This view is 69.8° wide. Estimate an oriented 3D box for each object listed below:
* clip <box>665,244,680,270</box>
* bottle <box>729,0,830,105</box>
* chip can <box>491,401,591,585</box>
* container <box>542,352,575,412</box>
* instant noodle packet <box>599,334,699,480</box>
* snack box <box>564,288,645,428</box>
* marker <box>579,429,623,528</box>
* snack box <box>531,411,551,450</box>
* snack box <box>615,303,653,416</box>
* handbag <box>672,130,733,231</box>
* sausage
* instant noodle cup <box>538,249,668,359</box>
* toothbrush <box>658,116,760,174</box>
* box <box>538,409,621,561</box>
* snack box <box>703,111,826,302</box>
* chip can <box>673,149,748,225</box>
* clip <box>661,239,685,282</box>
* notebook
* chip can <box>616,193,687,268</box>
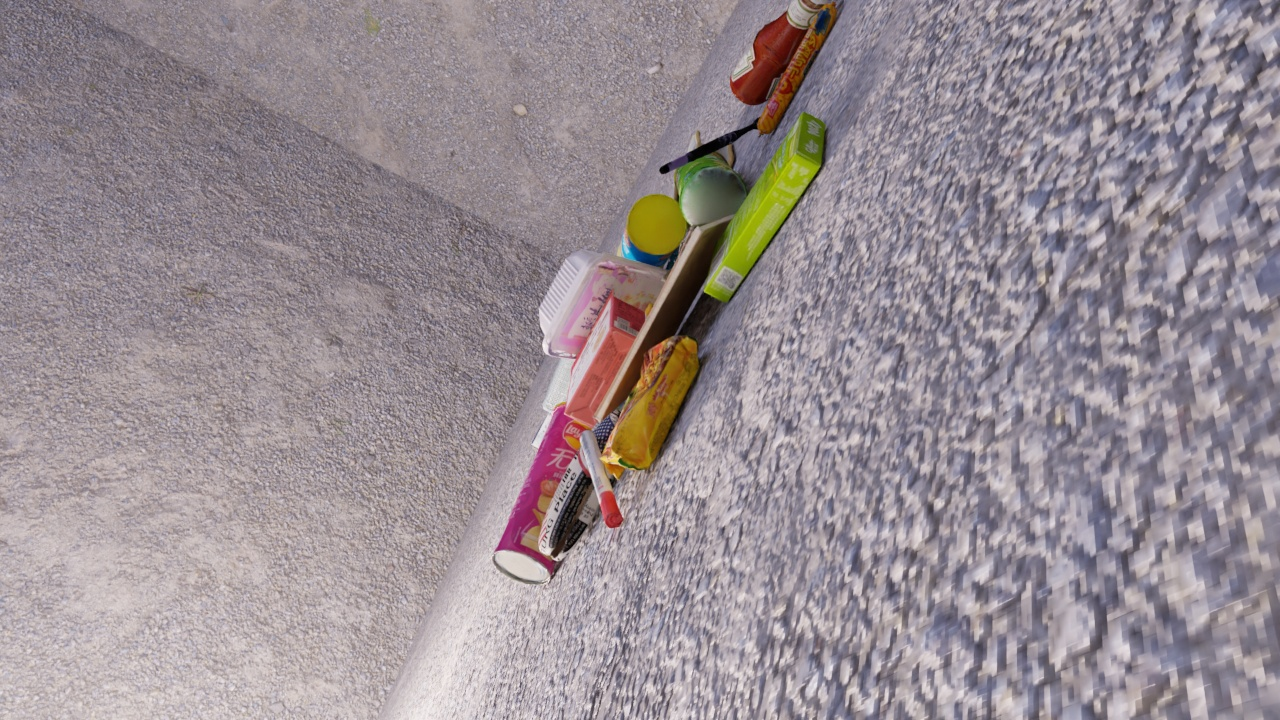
[{"bbox_3d":[0.046,-0.139,1.253,0.049,0.015,0.056,123,168,-51],"label":"clip"},{"bbox_3d":[0.170,-0.381,1.094,0.059,0.060,0.206,-66,9,-23],"label":"bottle"},{"bbox_3d":[-0.100,0.148,1.050,0.072,0.071,0.210,-53,13,50],"label":"chip can"},{"bbox_3d":[-0.071,0.021,1.221,0.089,0.090,0.112,-76,13,-60],"label":"container"},{"bbox_3d":[0.006,0.043,0.815,0.128,0.044,0.111,-65,4,-12],"label":"instant noodle packet"},{"bbox_3d":[-0.037,-0.004,1.005,0.113,0.044,0.127,-61,11,20],"label":"snack box"},{"bbox_3d":[-0.038,0.105,0.847,0.017,0.017,0.145,-60,24,18],"label":"marker"},{"bbox_3d":[-0.092,0.030,1.410,0.183,0.046,0.177,-61,3,30],"label":"snack box"},{"bbox_3d":[-0.006,0.006,1.052,0.140,0.033,0.087,-60,8,8],"label":"snack box"},{"bbox_3d":[0.064,-0.229,1.290,0.163,0.063,0.179,-79,14,-68],"label":"handbag"},{"bbox_3d":[0.172,-0.320,1.010,0.165,0.021,0.021,-61,8,12],"label":"sausage"},{"bbox_3d":[-0.046,-0.069,1.095,0.173,0.060,0.138,8,-62,-52],"label":"instant noodle cup"},{"bbox_3d":[0.089,-0.240,1.009,0.188,0.014,0.017,-32,19,-32],"label":"toothbrush"},{"bbox_3d":[-0.051,0.128,0.931,0.072,0.059,0.164,21,83,59],"label":"box"},{"bbox_3d":[0.107,-0.131,0.795,0.157,0.026,0.085,-57,10,38],"label":"snack box"},{"bbox_3d":[0.076,-0.195,1.034,0.073,0.072,0.221,-61,9,16],"label":"chip can"},{"bbox_3d":[0.056,-0.117,1.058,0.094,0.035,0.102,-63,-1,30],"label":"clip"},{"bbox_3d":[0.029,-0.047,0.903,0.212,0.012,0.149,-61,-11,22],"label":"notebook"},{"bbox_3d":[0.010,-0.150,1.163,0.071,0.071,0.210,-64,3,-6],"label":"chip can"}]
